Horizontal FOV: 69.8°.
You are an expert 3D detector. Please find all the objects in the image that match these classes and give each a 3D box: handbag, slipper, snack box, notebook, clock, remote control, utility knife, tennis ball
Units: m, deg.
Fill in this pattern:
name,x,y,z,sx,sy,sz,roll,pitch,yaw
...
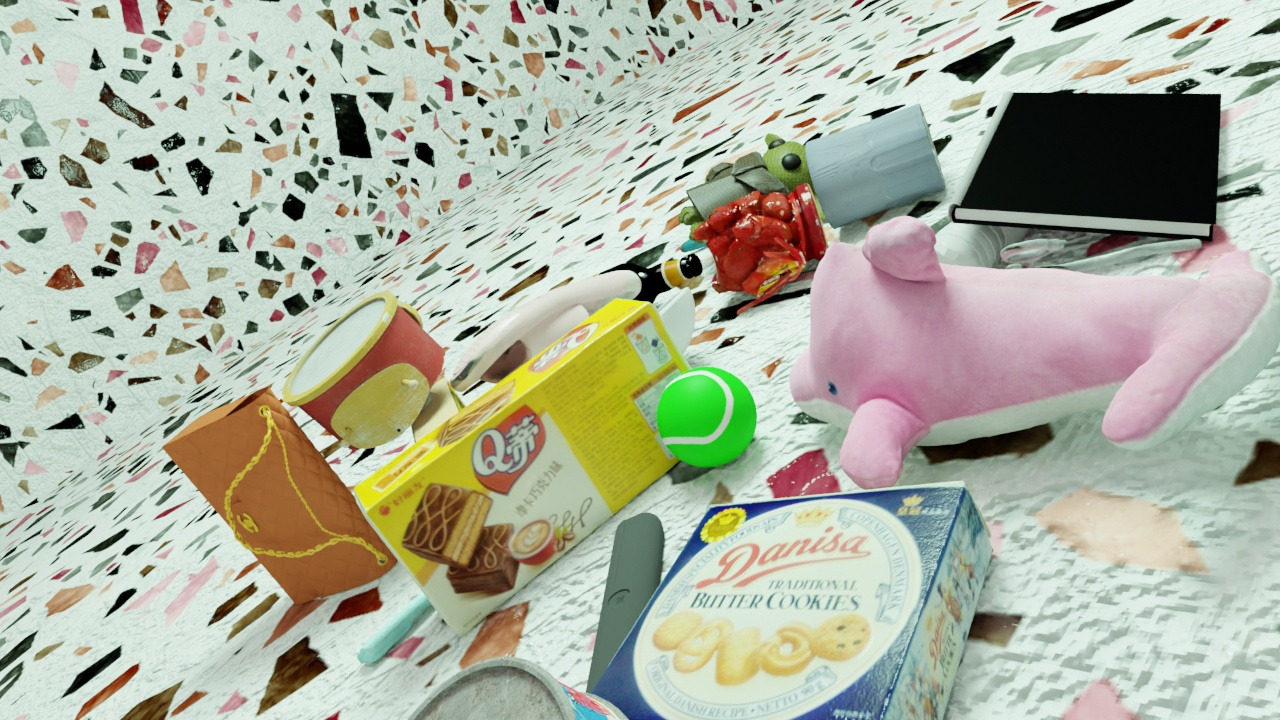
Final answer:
name,x,y,z,sx,sy,sz,roll,pitch,yaw
handbag,-0.283,0.113,0.730,0.109,0.172,0.060,-20,22,28
slipper,-0.078,-0.024,0.800,0.220,0.055,0.107,-31,-3,-45
snack box,-0.146,0.074,0.749,0.040,0.088,0.126,-34,20,-8
notebook,0.310,-0.142,0.631,0.149,0.016,0.206,9,39,27
clock,-0.218,0.008,0.751,0.117,0.081,0.158,-40,28,3
remote control,-0.008,0.135,0.510,0.033,0.015,0.146,-25,20,16
utility knife,-0.133,0.153,0.653,0.165,0.015,0.022,-41,-10,-29
snack box,-0.066,0.064,0.623,0.230,0.110,0.062,-37,20,-16
tennis ball,0.043,0.037,0.597,0.065,0.065,0.065,-27,20,11
snack box,0.064,0.120,0.401,0.145,0.042,0.144,-13,27,41

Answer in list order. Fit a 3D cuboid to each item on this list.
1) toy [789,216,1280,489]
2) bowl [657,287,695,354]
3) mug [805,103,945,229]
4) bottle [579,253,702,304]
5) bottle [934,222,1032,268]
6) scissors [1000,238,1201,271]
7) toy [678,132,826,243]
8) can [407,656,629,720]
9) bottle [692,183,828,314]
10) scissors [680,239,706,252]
name,x,y,z,sx,sy,sz,roll,pitch,yaw
toy,0.161,-0.020,0.461,0.186,0.128,0.266,-37,17,-32
bowl,-0.005,0.004,0.752,0.149,0.043,0.149,-41,3,3
mug,0.217,-0.184,0.845,0.104,0.084,0.123,-17,21,23
bottle,-0.018,-0.069,0.949,0.182,0.059,0.059,-19,23,30
bottle,0.251,-0.098,0.650,0.136,0.044,0.044,-40,22,-24
scissors,0.237,-0.054,0.540,0.175,0.014,0.141,-10,-9,15
toy,0.116,-0.171,0.953,0.153,0.078,0.179,-30,42,6
can,-0.057,0.185,0.353,0.130,0.044,0.129,-30,38,27
bottle,0.107,-0.102,0.815,0.111,0.099,0.098,-16,22,11
scissors,0.106,-0.157,1.042,0.124,0.019,0.155,-36,19,-11
